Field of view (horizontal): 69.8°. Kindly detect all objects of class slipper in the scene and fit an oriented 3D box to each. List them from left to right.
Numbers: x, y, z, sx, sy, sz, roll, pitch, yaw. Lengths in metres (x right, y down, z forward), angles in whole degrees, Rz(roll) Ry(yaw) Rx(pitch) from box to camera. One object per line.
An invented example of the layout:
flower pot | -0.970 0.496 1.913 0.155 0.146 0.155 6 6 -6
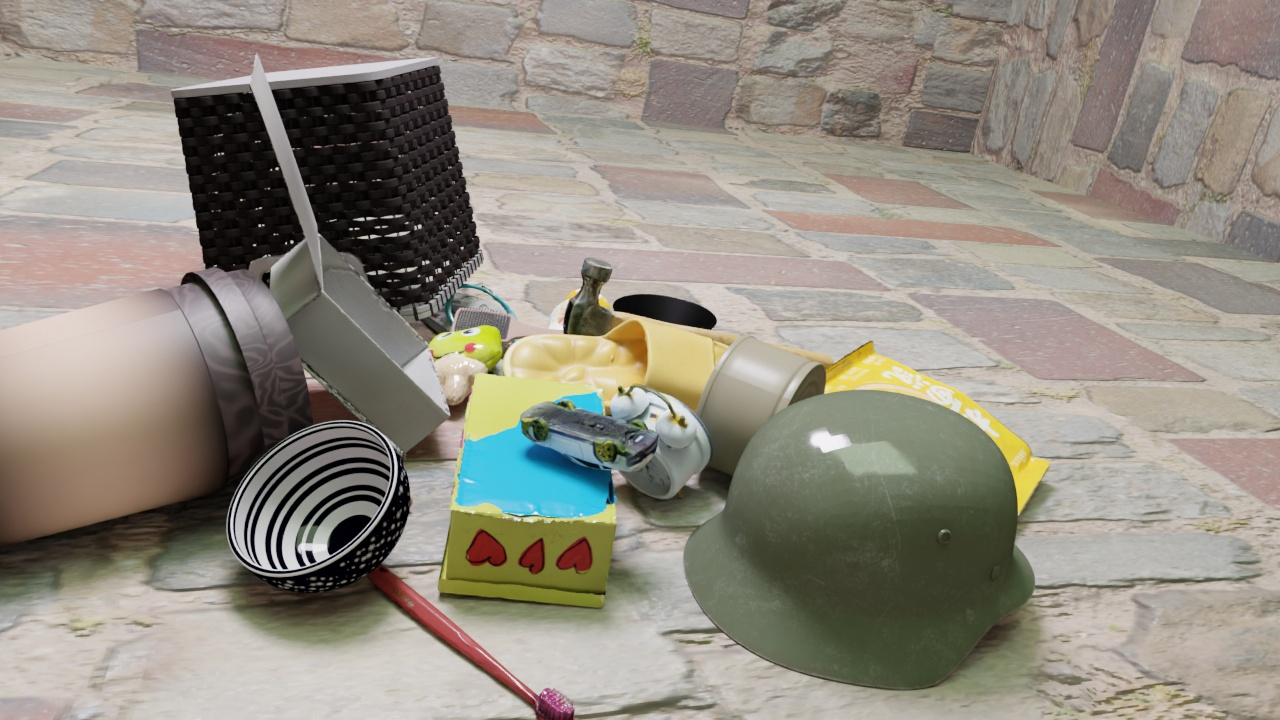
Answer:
slipper | -0.174 -0.042 1.039 0.098 0.055 0.269 -4 27 -32
slipper | -0.005 0.005 0.914 0.263 0.079 0.099 3 56 -4

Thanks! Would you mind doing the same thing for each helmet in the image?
helmet | 0.177 0.104 0.687 0.267 0.154 0.227 3 23 -14

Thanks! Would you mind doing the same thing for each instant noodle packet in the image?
instant noodle packet | 0.279 0.078 0.904 0.222 0.084 0.162 28 31 26

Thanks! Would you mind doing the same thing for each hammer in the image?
hammer | 0.071 -0.017 1.021 0.330 0.132 0.033 11 20 -23

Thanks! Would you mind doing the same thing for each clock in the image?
clock | 0.014 0.063 0.775 0.083 0.118 0.056 24 51 30

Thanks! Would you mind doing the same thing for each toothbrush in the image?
toothbrush | -0.112 0.177 0.585 0.190 0.016 0.016 25 28 33

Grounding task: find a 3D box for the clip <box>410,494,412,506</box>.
clip | -0.211 0.104 0.715 0.061 0.025 0.045 24 27 24

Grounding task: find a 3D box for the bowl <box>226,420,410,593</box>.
bowl | -0.211 0.109 0.631 0.120 0.066 0.120 -9 49 10

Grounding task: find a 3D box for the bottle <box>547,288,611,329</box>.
bottle | -0.077 -0.037 1.048 0.063 0.063 0.108 17 37 19

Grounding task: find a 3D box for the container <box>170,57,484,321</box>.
container | -0.336 -0.193 1.018 0.247 0.244 0.245 -3 22 7

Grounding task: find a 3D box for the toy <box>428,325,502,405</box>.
toy | -0.185 0.007 0.912 0.092 0.043 0.117 -9 34 16

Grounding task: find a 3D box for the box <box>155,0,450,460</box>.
box | -0.288 -0.117 0.752 0.108 0.419 0.166 -28 31 -7

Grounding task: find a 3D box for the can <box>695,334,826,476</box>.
can | 0.108 0.048 0.830 0.073 0.128 0.127 22 26 24

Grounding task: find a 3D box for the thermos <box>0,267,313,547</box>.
thermos | -0.373 0.036 0.646 0.225 0.173 0.173 -19 35 -37

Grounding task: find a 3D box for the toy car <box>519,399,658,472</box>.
toy car | -0.039 0.058 0.683 0.105 0.033 0.047 15 25 22

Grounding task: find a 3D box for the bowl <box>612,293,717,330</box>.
bowl | 0.025 -0.033 1.088 0.124 0.053 0.124 7 23 -3

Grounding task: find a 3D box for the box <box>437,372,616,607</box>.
box | -0.086 0.094 0.722 0.124 0.079 0.220 5 25 -10

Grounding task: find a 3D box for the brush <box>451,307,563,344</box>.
brush | -0.133 -0.036 0.987 0.135 0.015 0.049 7 39 -5
